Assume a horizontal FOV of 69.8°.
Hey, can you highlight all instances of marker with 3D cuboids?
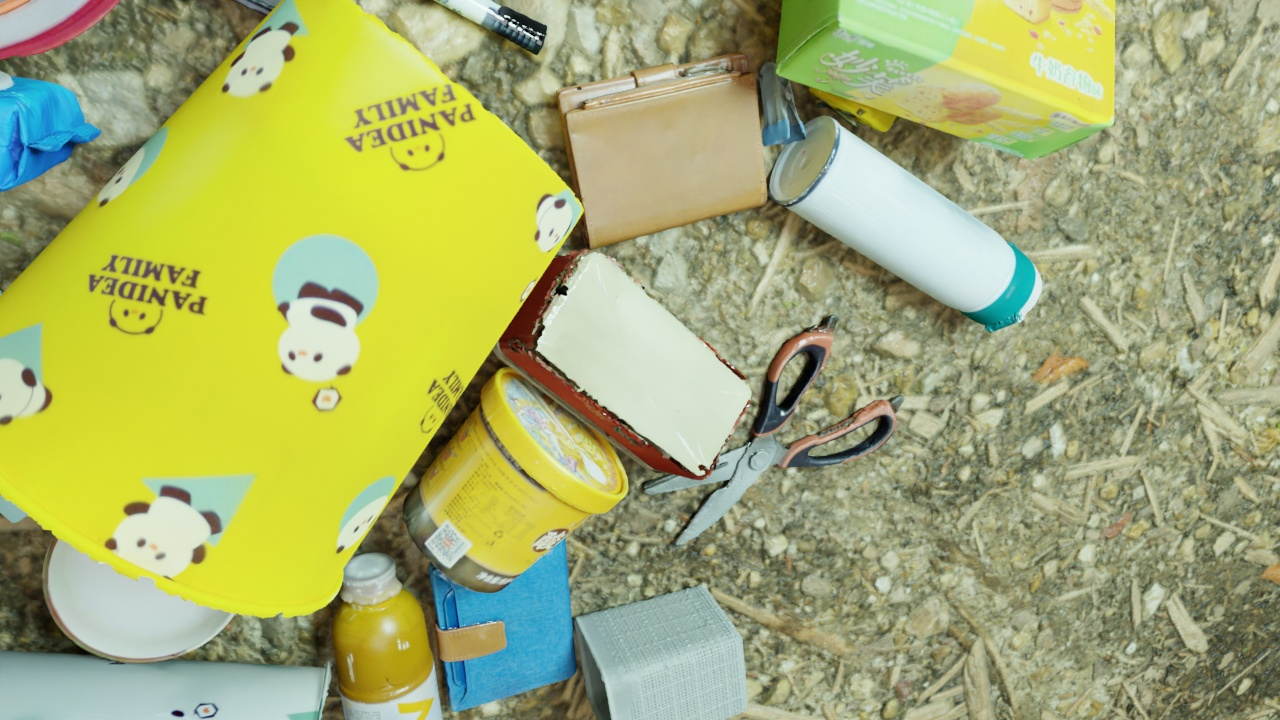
[{"bbox_3d":[-0.114,-0.220,0.542,0.130,0.018,0.023,23,145,-25],"label":"marker"}]

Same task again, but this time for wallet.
[{"bbox_3d":[-0.103,0.197,0.698,0.106,0.040,0.133,-10,112,-18],"label":"wallet"},{"bbox_3d":[0.017,-0.139,0.608,0.131,0.031,0.108,-17,116,-12],"label":"wallet"}]

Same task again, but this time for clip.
[{"bbox_3d":[0.093,-0.174,0.619,0.045,0.027,0.058,-16,95,-38],"label":"clip"}]

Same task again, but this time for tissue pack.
[{"bbox_3d":[-0.369,-0.121,0.459,0.157,0.095,0.052,2,112,-17],"label":"tissue pack"}]

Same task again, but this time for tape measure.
[{"bbox_3d":[0.141,-0.175,0.618,0.060,0.057,0.029,1,120,-61],"label":"tape measure"}]

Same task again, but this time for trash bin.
[{"bbox_3d":[-0.343,0.287,0.562,0.251,0.229,0.230,13,106,-16],"label":"trash bin"},{"bbox_3d":[-0.179,-0.038,0.487,0.229,0.229,0.255,39,90,-26],"label":"trash bin"}]

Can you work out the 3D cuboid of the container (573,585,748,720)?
[{"bbox_3d":[0.018,0.243,0.725,0.114,0.090,0.090,-14,114,-15],"label":"container"}]

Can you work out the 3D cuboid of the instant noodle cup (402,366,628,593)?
[{"bbox_3d":[-0.088,0.085,0.619,0.118,0.118,0.114,39,102,-26],"label":"instant noodle cup"}]

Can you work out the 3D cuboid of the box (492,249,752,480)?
[{"bbox_3d":[-0.004,0.004,0.616,0.168,0.080,0.091,40,71,-27],"label":"box"}]

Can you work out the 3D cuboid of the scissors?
[{"bbox_3d":[0.110,0.062,0.724,0.189,0.015,0.227,16,106,-22],"label":"scissors"}]

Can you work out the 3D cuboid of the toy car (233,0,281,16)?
[{"bbox_3d":[-0.215,-0.219,0.504,0.106,0.031,0.049,19,103,-24],"label":"toy car"}]

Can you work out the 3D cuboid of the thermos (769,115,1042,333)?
[{"bbox_3d":[0.200,-0.094,0.665,0.224,0.073,0.073,25,101,-25],"label":"thermos"}]

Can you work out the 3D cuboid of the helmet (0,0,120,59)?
[{"bbox_3d":[-0.348,-0.226,0.401,0.239,0.144,0.207,1,104,-32],"label":"helmet"}]

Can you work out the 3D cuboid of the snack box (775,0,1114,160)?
[{"bbox_3d":[0.195,-0.231,0.572,0.210,0.070,0.157,11,78,-21],"label":"snack box"}]

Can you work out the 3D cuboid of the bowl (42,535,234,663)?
[{"bbox_3d":[-0.309,0.126,0.586,0.113,0.062,0.113,-3,99,-20],"label":"bowl"}]

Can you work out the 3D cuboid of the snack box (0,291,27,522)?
[{"bbox_3d":[-0.386,0.006,0.526,0.074,0.051,0.175,-35,116,-3],"label":"snack box"}]

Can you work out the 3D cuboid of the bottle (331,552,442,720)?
[{"bbox_3d":[-0.184,0.229,0.666,0.068,0.068,0.190,-8,113,-14],"label":"bottle"}]
